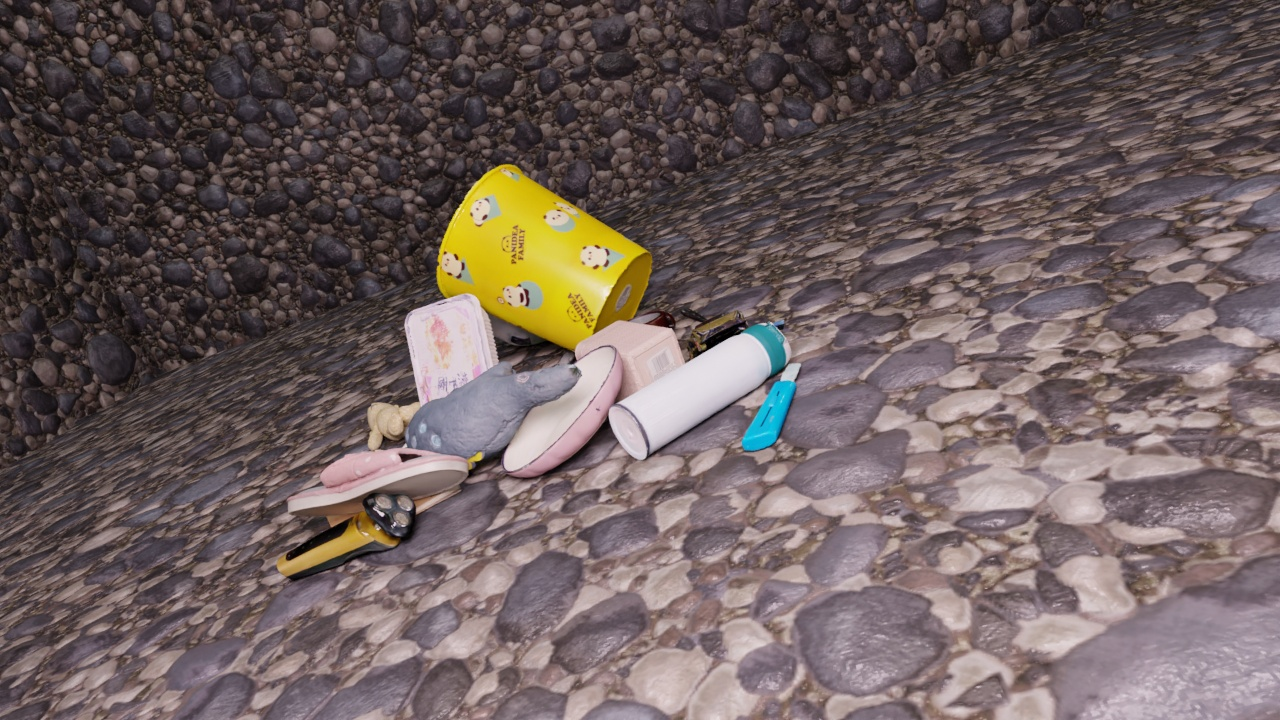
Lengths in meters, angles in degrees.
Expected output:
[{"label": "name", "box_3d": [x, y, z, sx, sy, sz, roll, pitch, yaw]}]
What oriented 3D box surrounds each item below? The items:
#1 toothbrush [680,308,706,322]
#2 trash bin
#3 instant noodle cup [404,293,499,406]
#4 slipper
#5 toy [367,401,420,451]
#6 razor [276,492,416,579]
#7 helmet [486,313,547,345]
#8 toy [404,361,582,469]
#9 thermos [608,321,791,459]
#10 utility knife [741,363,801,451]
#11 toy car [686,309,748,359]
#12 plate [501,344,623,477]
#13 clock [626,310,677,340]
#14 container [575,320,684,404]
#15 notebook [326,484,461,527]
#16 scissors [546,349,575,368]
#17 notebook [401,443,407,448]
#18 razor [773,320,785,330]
[{"label": "toothbrush", "box_3d": [0.090, -0.065, 1.382, 0.015, 0.018, 0.181, -27, 16, -8]}, {"label": "trash bin", "box_3d": [-0.137, -0.138, 1.390, 0.255, 0.230, 0.228, 29, 36, 13]}, {"label": "instant noodle cup", "box_3d": [-0.267, -0.003, 1.360, 0.138, 0.173, 0.060, -14, -3, 26]}, {"label": "slipper", "box_3d": [-0.308, 0.136, 1.063, 0.275, 0.054, 0.114, -19, -19, 33]}, {"label": "toy", "box_3d": [-0.377, 0.090, 1.392, 0.105, 0.066, 0.157, -48, 18, -22]}, {"label": "razor", "box_3d": [-0.326, 0.195, 1.010, 0.168, 0.067, 0.062, -25, 30, 11]}, {"label": "helmet", "box_3d": [-0.190, -0.108, 1.643, 0.229, 0.146, 0.259, -23, 9, -9]}, {"label": "toy", "box_3d": [-0.212, 0.074, 1.129, 0.357, 0.091, 0.137, -20, 25, 42]}, {"label": "thermos", "box_3d": [0.073, 0.029, 1.021, 0.223, 0.073, 0.073, -29, 18, -26]}, {"label": "utility knife", "box_3d": [0.145, 0.042, 0.969, 0.034, 0.018, 0.202, -15, 16, 25]}, {"label": "toy car", "box_3d": [0.095, -0.033, 1.159, 0.070, 0.042, 0.158, -25, -7, -6]}, {"label": "plate", "box_3d": [-0.083, 0.065, 1.068, 0.193, 0.039, 0.192, -42, 18, 16]}, {"label": "clock", "box_3d": [0.010, -0.037, 1.322, 0.082, 0.055, 0.121, -18, 15, 15]}, {"label": "container", "box_3d": [-0.007, 0.007, 1.154, 0.090, 0.090, 0.111, -32, 23, -31]}, {"label": "notebook", "box_3d": [-0.321, 0.173, 1.159, 0.149, 0.012, 0.212, -30, 18, -20]}, {"label": "scissors", "box_3d": [-0.126, 0.004, 1.400, 0.142, 0.014, 0.173, -13, 22, -23]}, {"label": "notebook", "box_3d": [-0.240, 0.077, 1.355, 0.209, 0.012, 0.150, -17, 17, 14]}, {"label": "razor", "box_3d": [0.120, -0.010, 1.158, 0.143, 0.022, 0.043, -25, -12, 1]}]
